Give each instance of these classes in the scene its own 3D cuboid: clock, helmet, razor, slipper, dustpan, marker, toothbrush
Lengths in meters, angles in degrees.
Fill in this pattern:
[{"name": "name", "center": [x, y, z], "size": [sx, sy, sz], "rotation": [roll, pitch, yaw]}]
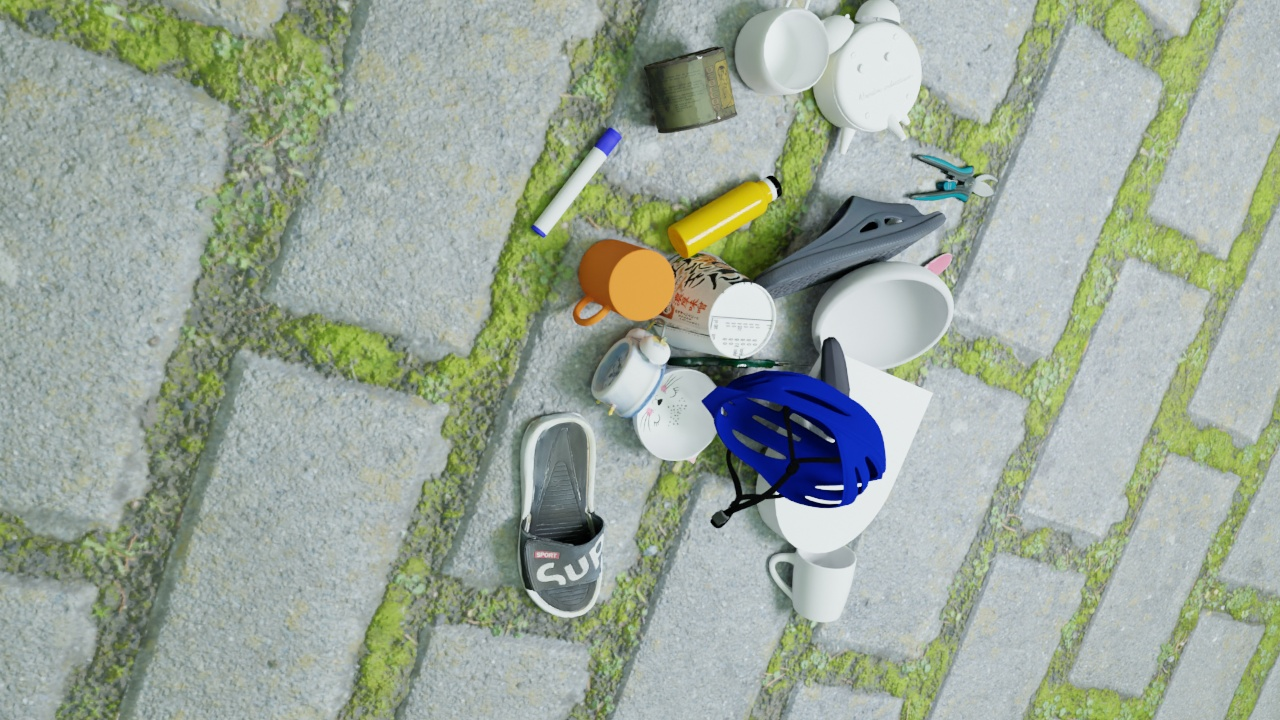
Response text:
[{"name": "clock", "center": [-0.006, 0.006, 1.060], "size": [0.052, 0.089, 0.125], "rotation": [32, 90, -21]}, {"name": "helmet", "center": [0.170, 0.121, 1.056], "size": [0.241, 0.148, 0.227], "rotation": [33, 52, -8]}, {"name": "razor", "center": [0.249, 0.040, 1.150], "size": [0.052, 0.047, 0.143], "rotation": [-8, 105, 3]}, {"name": "slipper", "center": [0.247, -0.149, 1.136], "size": [0.267, 0.111, 0.083], "rotation": [-20, 81, -17]}, {"name": "dustpan", "center": [0.257, 0.128, 1.230], "size": [0.191, 0.053, 0.258], "rotation": [20, 94, -27]}, {"name": "slipper", "center": [-0.090, 0.194, 1.089], "size": [0.111, 0.063, 0.264], "rotation": [-5, 103, -23]}, {"name": "marker", "center": [-0.070, -0.196, 1.015], "size": [0.020, 0.020, 0.141], "rotation": [39, 86, -27]}, {"name": "clock", "center": [0.276, -0.342, 1.099], "size": [0.125, 0.073, 0.161], "rotation": [-27, 113, -16]}, {"name": "toothbrush", "center": [0.371, -0.108, 1.237], "size": [0.135, 0.016, 0.021], "rotation": [-32, 105, -13]}]

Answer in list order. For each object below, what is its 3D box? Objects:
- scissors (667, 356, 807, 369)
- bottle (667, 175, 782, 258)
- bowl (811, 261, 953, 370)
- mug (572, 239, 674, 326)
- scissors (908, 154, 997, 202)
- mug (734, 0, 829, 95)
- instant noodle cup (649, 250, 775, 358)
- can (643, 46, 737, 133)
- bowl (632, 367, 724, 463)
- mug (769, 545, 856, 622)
[{"name": "scissors", "center": [0.123, 0.004, 1.137], "size": [0.209, 0.137, 0.015], "rotation": [2, 87, -54]}, {"name": "bottle", "center": [0.103, -0.173, 1.084], "size": [0.143, 0.043, 0.043], "rotation": [-32, 114, -13]}, {"name": "bowl", "center": [0.301, -0.067, 1.169], "size": [0.176, 0.066, 0.177], "rotation": [-4, 138, -3]}, {"name": "mug", "center": [-0.030, -0.079, 1.020], "size": [0.112, 0.096, 0.077], "rotation": [-43, 116, -8]}, {"name": "scissors", "center": [0.412, -0.237, 1.219], "size": [0.154, 0.019, 0.126], "rotation": [-40, 118, -11]}, {"name": "mug", "center": [0.163, -0.362, 1.046], "size": [0.094, 0.068, 0.115], "rotation": [15, 97, -27]}, {"name": "instant noodle cup", "center": [0.088, -0.058, 1.064], "size": [0.123, 0.122, 0.124], "rotation": [-6, 106, -23]}, {"name": "can", "center": [0.055, -0.296, 1.003], "size": [0.089, 0.090, 0.075], "rotation": [-20, 111, -18]}, {"name": "bowl", "center": [0.038, 0.060, 1.114], "size": [0.114, 0.050, 0.115], "rotation": [-7, 106, -23]}, {"name": "mug", "center": [0.232, 0.300, 1.259], "size": [0.114, 0.080, 0.088], "rotation": [7, 110, 6]}]
